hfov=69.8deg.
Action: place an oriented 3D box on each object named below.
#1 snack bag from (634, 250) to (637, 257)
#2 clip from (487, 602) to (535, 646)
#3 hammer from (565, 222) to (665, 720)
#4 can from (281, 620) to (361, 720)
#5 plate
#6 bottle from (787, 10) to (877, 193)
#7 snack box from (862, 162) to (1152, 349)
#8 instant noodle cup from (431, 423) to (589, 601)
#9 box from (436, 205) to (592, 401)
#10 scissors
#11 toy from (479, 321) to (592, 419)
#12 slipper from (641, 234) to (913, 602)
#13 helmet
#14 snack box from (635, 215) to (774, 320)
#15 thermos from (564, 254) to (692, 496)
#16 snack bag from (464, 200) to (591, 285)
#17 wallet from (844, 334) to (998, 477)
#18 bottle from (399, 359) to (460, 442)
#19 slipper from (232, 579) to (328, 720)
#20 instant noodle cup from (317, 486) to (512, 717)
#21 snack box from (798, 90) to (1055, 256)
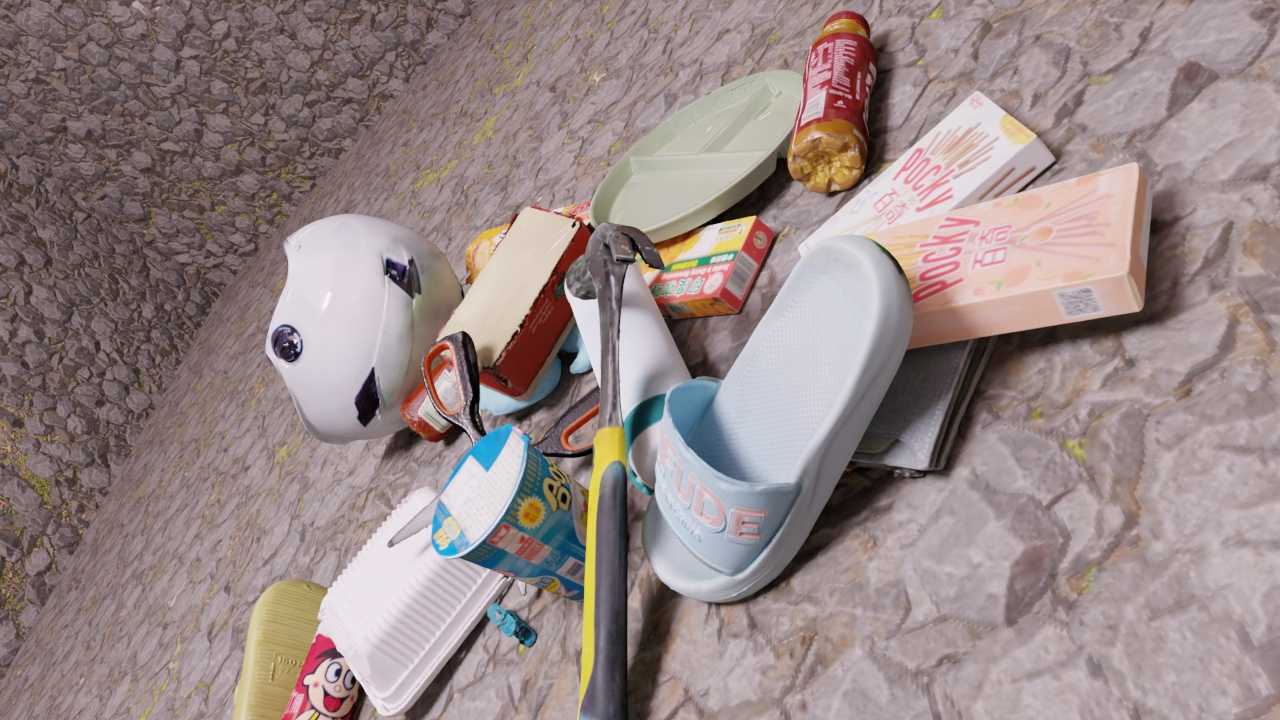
[{"bbox_3d":[0.012,-0.132,0.877,0.104,0.026,0.048,-56,24,-8],"label":"snack bag"},{"bbox_3d":[-0.095,0.193,0.674,0.014,0.046,0.057,-58,28,-10],"label":"clip"},{"bbox_3d":[-0.021,0.065,0.572,0.126,0.032,0.322,139,134,-64],"label":"hammer"},{"bbox_3d":[-0.270,0.284,0.793,0.053,0.053,0.132,-28,36,37],"label":"can"},{"bbox_3d":[0.053,-0.183,0.834,0.231,0.027,0.229,-29,30,19],"label":"plate"},{"bbox_3d":[0.155,-0.210,0.723,0.058,0.057,0.174,-23,40,42],"label":"bottle"},{"bbox_3d":[0.182,-0.049,0.489,0.158,0.026,0.084,-11,40,41],"label":"snack box"},{"bbox_3d":[-0.070,0.113,0.632,0.099,0.110,0.099,-36,33,28],"label":"instant noodle cup"},{"bbox_3d":[-0.111,-0.059,0.831,0.091,0.077,0.168,19,72,36],"label":"box"},{"bbox_3d":[-0.103,0.070,0.725,0.221,0.022,0.230,-19,66,-1],"label":"scissors"},{"bbox_3d":[-0.103,-0.002,0.875,0.161,0.050,0.156,21,71,49],"label":"toy"},{"bbox_3d":[0.059,0.039,0.503,0.246,0.074,0.104,-63,37,30],"label":"slipper"},{"bbox_3d":[-0.275,-0.032,1.015,0.146,0.228,0.258,2,87,24],"label":"helmet"},{"bbox_3d":[0.039,-0.073,0.770,0.156,0.027,0.077,-2,57,55],"label":"snack box"},{"bbox_3d":[-0.004,0.004,0.683,0.073,0.073,0.224,-43,39,17],"label":"thermos"},{"bbox_3d":[-0.109,-0.128,1.006,0.208,0.073,0.128,-11,27,50],"label":"snack bag"},{"bbox_3d":[0.128,0.015,0.529,0.130,0.037,0.106,1,56,55],"label":"wallet"},{"bbox_3d":[-0.165,-0.004,0.962,0.206,0.060,0.060,-47,28,0],"label":"bottle"},{"bbox_3d":[-0.335,0.293,0.845,0.082,0.091,0.190,-40,34,26],"label":"slipper"},{"bbox_3d":[-0.187,0.181,0.746,0.173,0.060,0.138,-53,37,-12],"label":"instant noodle cup"},{"bbox_3d":[0.178,-0.099,0.596,0.157,0.027,0.084,-42,30,19],"label":"snack box"}]
